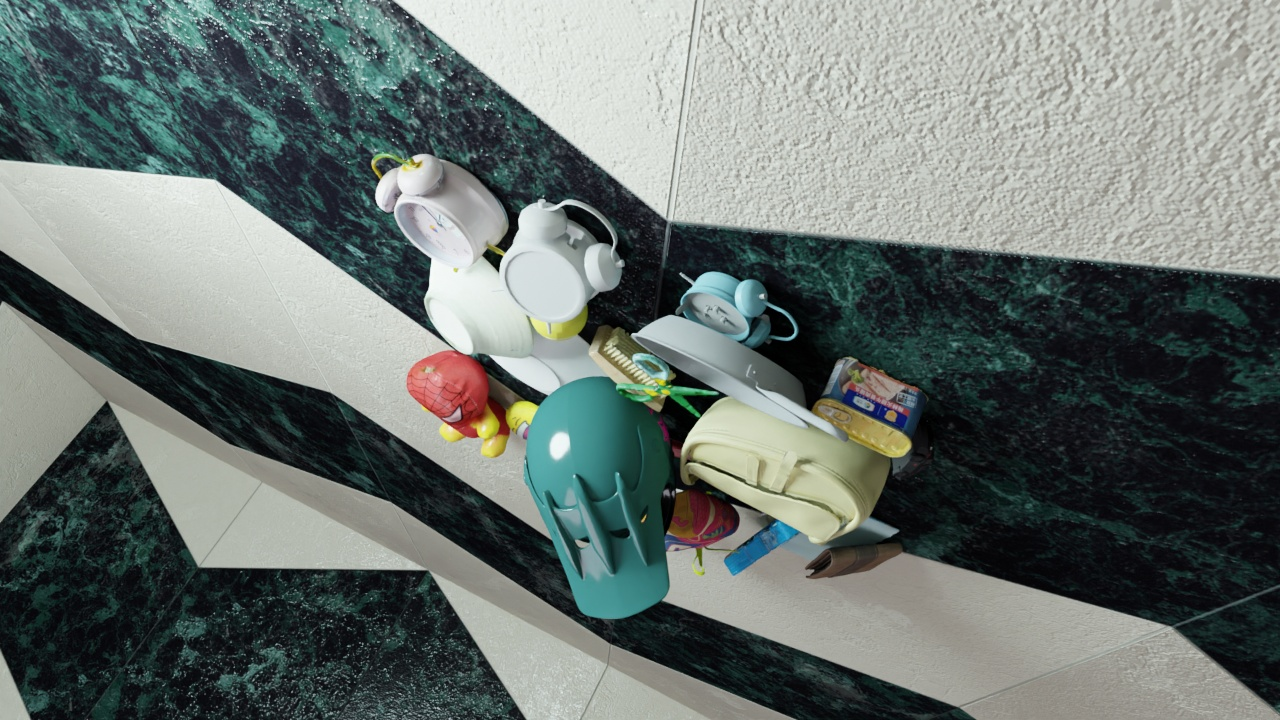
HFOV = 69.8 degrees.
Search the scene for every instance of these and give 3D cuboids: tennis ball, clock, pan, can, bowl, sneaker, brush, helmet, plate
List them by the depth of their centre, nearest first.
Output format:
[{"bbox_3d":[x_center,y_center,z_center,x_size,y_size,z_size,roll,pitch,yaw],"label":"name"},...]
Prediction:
[{"bbox_3d":[0.108,0.021,0.860,0.200,0.050,0.357,29,176,-18],"label":"pan"},{"bbox_3d":[0.095,-0.046,0.893,0.123,0.041,0.087,19,152,24],"label":"clock"},{"bbox_3d":[0.225,0.045,0.902,0.100,0.058,0.054,25,153,8],"label":"can"},{"bbox_3d":[-0.081,-0.104,0.940,0.120,0.060,0.160,37,133,-9],"label":"clock"},{"bbox_3d":[-0.218,-0.165,0.978,0.117,0.058,0.158,-6,136,50],"label":"clock"},{"bbox_3d":[-0.092,-0.055,1.037,0.065,0.065,0.065,23,153,13],"label":"tennis ball"},{"bbox_3d":[-0.006,0.006,1.080,0.117,0.049,0.039,39,134,-20],"label":"brush"},{"bbox_3d":[-0.210,-0.058,1.105,0.177,0.057,0.177,36,151,24],"label":"bowl"},{"bbox_3d":[-0.041,0.156,1.116,0.177,0.275,0.200,-16,-179,14],"label":"helmet"},{"bbox_3d":[-0.140,0.002,1.225,0.229,0.030,0.230,23,153,13],"label":"plate"},{"bbox_3d":[0.042,0.248,1.317,0.091,0.116,0.243,19,153,-36],"label":"sneaker"}]

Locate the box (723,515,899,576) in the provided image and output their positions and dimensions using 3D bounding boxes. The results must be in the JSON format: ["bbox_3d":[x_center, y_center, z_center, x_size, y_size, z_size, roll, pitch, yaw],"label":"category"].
[{"bbox_3d":[0.223,0.236,1.256,0.170,0.070,0.244,0,157,-13],"label":"box"}]

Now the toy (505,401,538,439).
[{"bbox_3d":[-0.163,0.096,1.401,0.094,0.041,0.096,28,151,-4],"label":"toy"}]

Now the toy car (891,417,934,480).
[{"bbox_3d":[0.285,0.091,0.948,0.036,0.042,0.092,4,153,-5],"label":"toy car"}]

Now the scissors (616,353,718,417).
[{"bbox_3d":[0.027,0.028,1.032,0.126,0.011,0.130,3,146,23],"label":"scissors"}]

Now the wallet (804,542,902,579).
[{"bbox_3d":[0.282,0.268,1.227,0.098,0.027,0.121,-5,156,-9],"label":"wallet"}]

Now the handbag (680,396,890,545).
[{"bbox_3d":[0.153,0.131,1.055,0.233,0.088,0.191,25,138,17],"label":"handbag"}]

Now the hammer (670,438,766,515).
[{"bbox_3d":[0.045,0.123,1.244,0.326,0.036,0.141,16,149,24],"label":"hammer"}]

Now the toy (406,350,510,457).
[{"bbox_3d":[-0.273,0.061,1.388,0.148,0.098,0.216,12,150,20],"label":"toy"}]
